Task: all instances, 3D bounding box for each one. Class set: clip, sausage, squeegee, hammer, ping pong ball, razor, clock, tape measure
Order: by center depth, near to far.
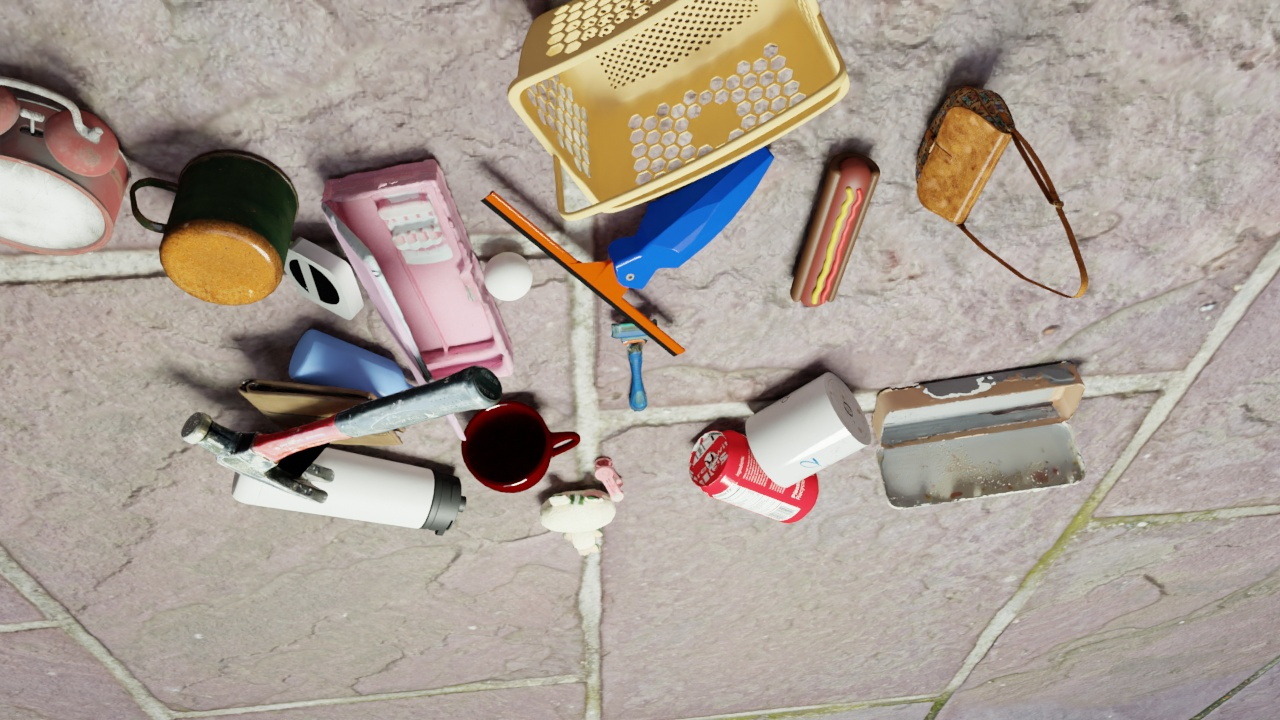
[{"bbox_3d":[-0.403,-0.137,0.611,0.109,0.061,0.157,15,148,-26],"label":"clock"},{"bbox_3d":[0.029,-0.106,0.730,0.185,0.055,0.249,-38,132,16],"label":"squeegee"},{"bbox_3d":[-0.256,-0.066,0.734,0.064,0.016,0.065,27,148,12],"label":"tape measure"},{"bbox_3d":[-0.110,-0.070,0.759,0.040,0.040,0.040,-5,140,-4],"label":"ping pong ball"},{"bbox_3d":[0.160,-0.104,0.766,0.040,0.040,0.156,-1,139,-9],"label":"sausage"},{"bbox_3d":[-0.238,0.058,0.770,0.327,0.036,0.140,-16,140,34],"label":"hammer"},{"bbox_3d":[-0.005,0.005,0.883,0.044,0.018,0.141,-6,143,-3],"label":"razor"},{"bbox_3d":[-0.034,0.136,1.019,0.023,0.044,0.060,-20,152,8],"label":"clip"}]

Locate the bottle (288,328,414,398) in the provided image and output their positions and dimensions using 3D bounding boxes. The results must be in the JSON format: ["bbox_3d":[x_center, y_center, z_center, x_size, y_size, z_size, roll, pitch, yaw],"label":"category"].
[{"bbox_3d":[-0.247,0.017,0.832,0.131,0.048,0.048,26,129,-33],"label":"bottle"}]

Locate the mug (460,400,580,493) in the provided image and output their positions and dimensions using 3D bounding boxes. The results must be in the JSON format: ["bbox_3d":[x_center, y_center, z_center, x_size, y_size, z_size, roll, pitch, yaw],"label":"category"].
[{"bbox_3d":[-0.115,0.093,0.925,0.114,0.087,0.088,-13,157,-2],"label":"mug"}]

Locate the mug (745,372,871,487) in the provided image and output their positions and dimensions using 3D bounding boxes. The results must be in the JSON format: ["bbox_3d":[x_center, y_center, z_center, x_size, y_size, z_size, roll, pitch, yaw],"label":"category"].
[{"bbox_3d":[0.181,0.072,0.954,0.097,0.083,0.119,-33,161,27],"label":"mug"}]

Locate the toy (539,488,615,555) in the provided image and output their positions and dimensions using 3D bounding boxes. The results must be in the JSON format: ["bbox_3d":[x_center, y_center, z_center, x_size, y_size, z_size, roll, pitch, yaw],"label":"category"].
[{"bbox_3d":[-0.071,0.176,1.047,0.087,0.050,0.112,-9,143,1],"label":"toy"}]

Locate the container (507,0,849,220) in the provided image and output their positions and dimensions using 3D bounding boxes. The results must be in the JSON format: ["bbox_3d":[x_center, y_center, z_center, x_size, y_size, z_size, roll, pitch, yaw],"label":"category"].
[{"bbox_3d":[0.026,-0.170,0.567,0.184,0.166,0.129,-24,137,17],"label":"container"}]

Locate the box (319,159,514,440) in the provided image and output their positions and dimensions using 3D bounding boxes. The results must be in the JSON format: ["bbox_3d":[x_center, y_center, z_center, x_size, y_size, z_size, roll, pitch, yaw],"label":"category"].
[{"bbox_3d":[-0.174,-0.033,0.741,0.099,0.106,0.233,-10,140,1],"label":"box"}]

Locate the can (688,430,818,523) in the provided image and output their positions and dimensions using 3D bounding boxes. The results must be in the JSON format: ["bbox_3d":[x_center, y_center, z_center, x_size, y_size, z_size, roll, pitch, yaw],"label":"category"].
[{"bbox_3d":[0.126,0.127,1.003,0.142,0.074,0.075,24,130,-32],"label":"can"}]

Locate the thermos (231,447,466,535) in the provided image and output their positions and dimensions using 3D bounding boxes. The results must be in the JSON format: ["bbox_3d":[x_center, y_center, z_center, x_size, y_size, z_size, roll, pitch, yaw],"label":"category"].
[{"bbox_3d":[-0.300,0.137,0.955,0.229,0.068,0.102,15,147,-27],"label":"thermos"}]

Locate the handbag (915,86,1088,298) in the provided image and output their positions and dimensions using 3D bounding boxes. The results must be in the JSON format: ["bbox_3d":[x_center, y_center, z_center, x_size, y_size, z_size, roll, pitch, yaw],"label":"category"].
[{"bbox_3d":[0.253,-0.111,0.652,0.043,0.195,0.094,-2,137,-17],"label":"handbag"}]

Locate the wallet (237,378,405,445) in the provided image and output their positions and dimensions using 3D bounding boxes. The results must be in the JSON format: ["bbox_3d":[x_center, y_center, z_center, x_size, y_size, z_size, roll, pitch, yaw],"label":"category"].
[{"bbox_3d":[-0.280,0.047,0.819,0.121,0.026,0.099,6,154,8],"label":"wallet"}]

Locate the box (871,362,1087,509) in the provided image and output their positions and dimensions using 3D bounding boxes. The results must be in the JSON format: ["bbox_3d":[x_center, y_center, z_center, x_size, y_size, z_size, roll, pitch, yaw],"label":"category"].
[{"bbox_3d":[0.364,0.084,0.977,0.217,0.095,0.115,-9,136,1],"label":"box"}]

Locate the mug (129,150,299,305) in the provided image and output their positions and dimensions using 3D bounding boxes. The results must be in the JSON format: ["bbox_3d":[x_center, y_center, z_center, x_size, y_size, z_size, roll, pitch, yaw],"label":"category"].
[{"bbox_3d":[-0.310,-0.097,0.662,0.111,0.081,0.085,15,135,-25],"label":"mug"}]
